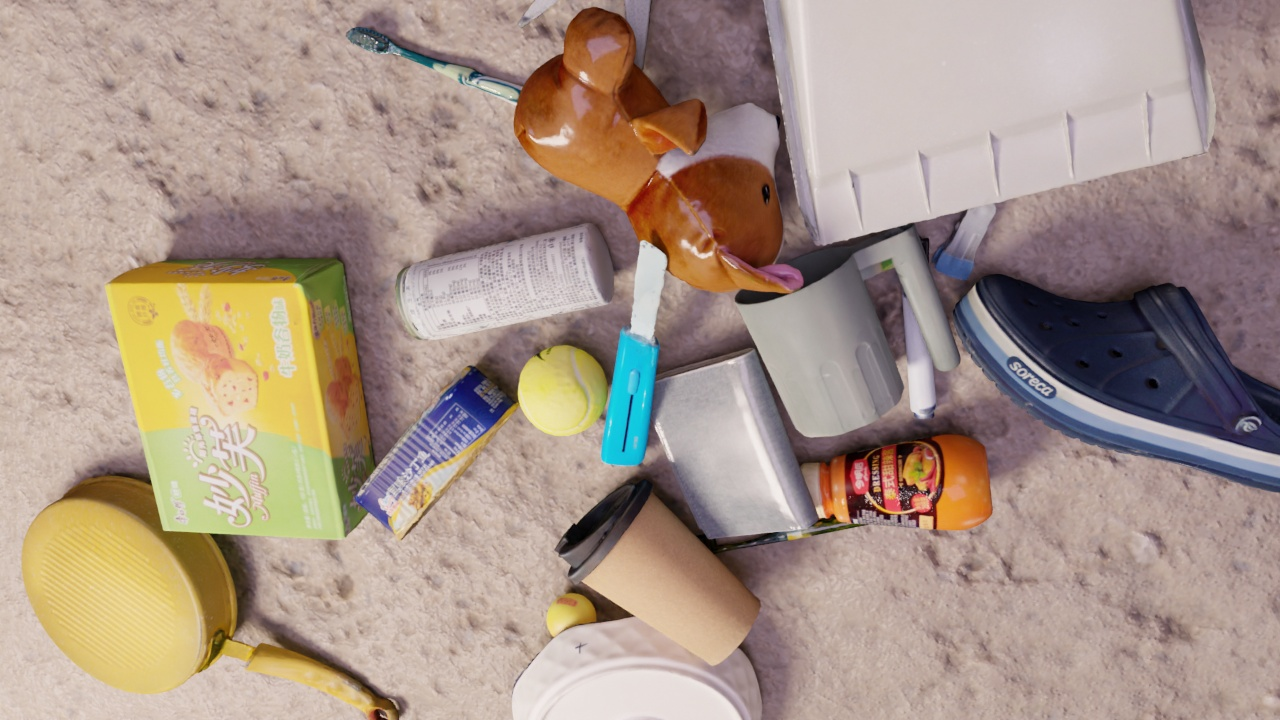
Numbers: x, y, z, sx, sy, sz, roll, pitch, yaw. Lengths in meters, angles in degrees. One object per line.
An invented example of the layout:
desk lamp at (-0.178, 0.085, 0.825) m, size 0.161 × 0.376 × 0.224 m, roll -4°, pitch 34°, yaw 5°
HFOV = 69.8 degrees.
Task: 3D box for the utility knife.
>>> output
utility knife at (-0.004, 0.004, 0.621) m, size 0.034 × 0.018 × 0.224 m, roll 14°, pitch 139°, yaw 5°

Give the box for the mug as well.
mug at (0.138, -0.019, 0.607) m, size 0.124 × 0.083 × 0.103 m, roll -22°, pitch 106°, yaw 14°

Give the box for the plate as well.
plate at (-0.001, 0.296, 0.740) m, size 0.205 × 0.045 × 0.205 m, roll -1°, pitch 117°, yaw -2°

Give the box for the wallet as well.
wallet at (0.062, 0.062, 0.662) m, size 0.107 × 0.036 × 0.130 m, roll -16°, pitch 100°, yaw 41°

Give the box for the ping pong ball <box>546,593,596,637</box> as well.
ping pong ball at (-0.056, 0.209, 0.743) m, size 0.040 × 0.040 × 0.040 m, roll 3°, pitch 110°, yaw 9°

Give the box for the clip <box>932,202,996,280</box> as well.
clip at (0.215, -0.083, 0.606) m, size 0.025 × 0.036 × 0.058 m, roll 22°, pitch 115°, yaw 4°

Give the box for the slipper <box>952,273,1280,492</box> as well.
slipper at (0.324, 0.005, 0.568) m, size 0.253 × 0.104 × 0.095 m, roll 22°, pitch 119°, yaw -1°

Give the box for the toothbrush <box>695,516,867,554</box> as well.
toothbrush at (0.126, 0.125, 0.697) m, size 0.186 × 0.012 × 0.017 m, roll -14°, pitch 95°, yaw 15°

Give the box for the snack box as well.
snack box at (-0.299, 0.030, 0.707) m, size 0.158 × 0.070 × 0.210 m, roll 1°, pitch 109°, yaw 9°

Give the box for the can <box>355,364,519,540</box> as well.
can at (-0.155, 0.070, 0.695) m, size 0.049 × 0.074 × 0.148 m, roll 42°, pitch 110°, yaw -2°

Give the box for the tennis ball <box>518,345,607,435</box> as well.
tennis ball at (-0.056, 0.022, 0.663) m, size 0.065 × 0.065 × 0.065 m, roll 3°, pitch 110°, yaw 9°

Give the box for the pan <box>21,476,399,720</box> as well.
pan at (-0.375, 0.237, 0.808) m, size 0.357 × 0.078 × 0.198 m, roll 34°, pitch 114°, yaw 4°

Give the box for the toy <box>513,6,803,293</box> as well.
toy at (0.022, -0.120, 0.564) m, size 0.130 × 0.140 × 0.199 m, roll -39°, pitch 102°, yaw 11°

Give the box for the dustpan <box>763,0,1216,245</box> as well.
dustpan at (0.173, -0.232, 0.513) m, size 0.223 × 0.142 × 0.258 m, roll -12°, pitch 123°, yaw 17°

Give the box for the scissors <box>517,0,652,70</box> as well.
scissors at (0.008, -0.295, 0.564) m, size 0.233 × 0.021 × 0.221 m, roll -15°, pitch 106°, yaw 14°

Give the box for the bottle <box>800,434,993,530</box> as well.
bottle at (0.169, 0.090, 0.654) m, size 0.150 × 0.066 × 0.067 m, roll -7°, pitch 108°, yaw 19°

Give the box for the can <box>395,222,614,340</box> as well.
can at (-0.095, -0.054, 0.648) m, size 0.147 × 0.058 × 0.058 m, roll -11°, pitch 107°, yaw 14°

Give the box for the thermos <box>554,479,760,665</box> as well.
thermos at (0.015, 0.157, 0.682) m, size 0.143 × 0.093 × 0.093 m, roll 40°, pitch 111°, yaw -2°

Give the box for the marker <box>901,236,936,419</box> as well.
marker at (0.192, -0.022, 0.630) m, size 0.023 × 0.018 × 0.131 m, roll -1°, pitch 109°, yaw 30°

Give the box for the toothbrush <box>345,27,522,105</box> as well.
toothbrush at (-0.112, -0.190, 0.624) m, size 0.191 × 0.018 × 0.016 m, roll 21°, pitch 111°, yaw 2°
